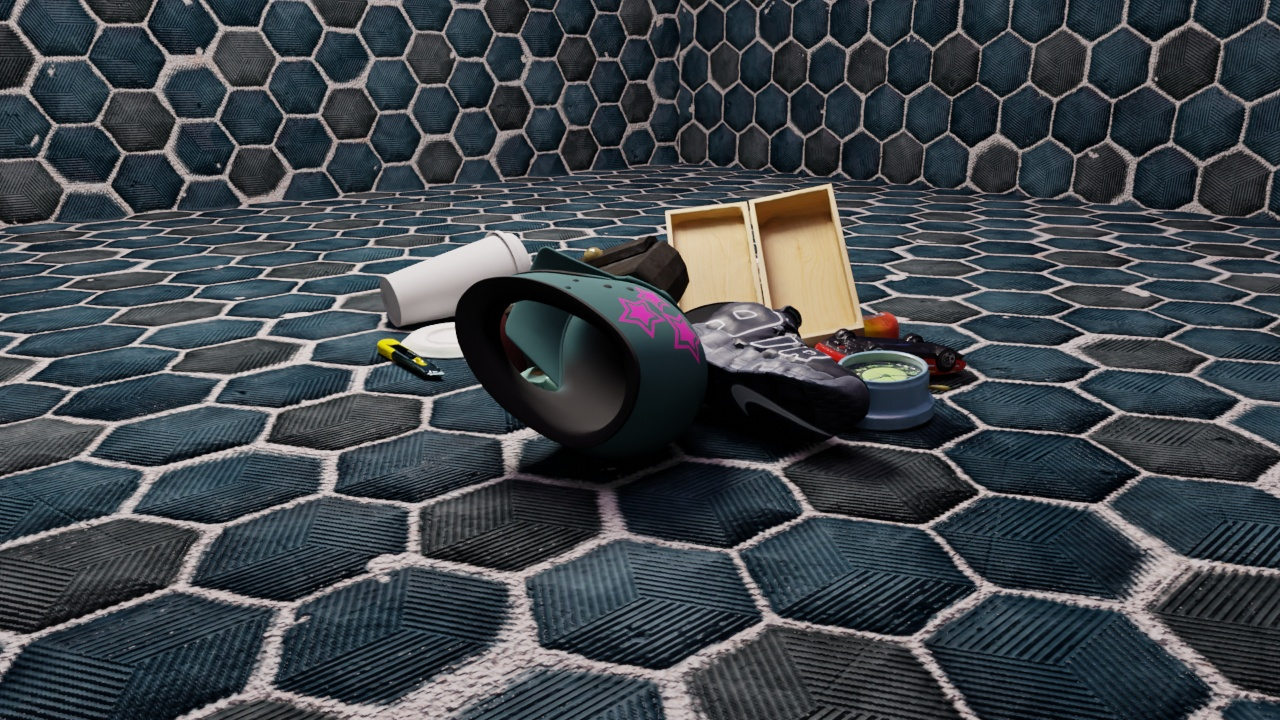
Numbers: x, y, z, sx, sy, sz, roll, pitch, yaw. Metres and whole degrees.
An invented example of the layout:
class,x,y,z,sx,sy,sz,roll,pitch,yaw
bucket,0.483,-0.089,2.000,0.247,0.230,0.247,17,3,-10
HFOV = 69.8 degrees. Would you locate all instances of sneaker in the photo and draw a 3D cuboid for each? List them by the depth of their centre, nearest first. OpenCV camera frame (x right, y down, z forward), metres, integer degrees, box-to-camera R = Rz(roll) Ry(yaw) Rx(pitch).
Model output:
class,x,y,z,sx,sy,sz,roll,pitch,yaw
sneaker,0.158,-0.003,1.013,0.253,0.097,0.150,18,48,37

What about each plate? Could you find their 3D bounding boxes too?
class,x,y,z,sx,sy,sz,roll,pitch,yaw
plate,-0.269,-0.032,1.336,0.157,0.014,0.156,-1,18,0

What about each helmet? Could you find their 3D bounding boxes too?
class,x,y,z,sx,sy,sz,roll,pitch,yaw
helmet,-0.056,-0.013,0.955,0.275,0.177,0.199,33,17,19

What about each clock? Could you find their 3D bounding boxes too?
class,x,y,z,sx,sy,sz,roll,pitch,yaw
clock,0.257,0.035,1.042,0.162,0.060,0.118,-8,20,-11

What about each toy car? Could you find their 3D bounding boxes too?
class,x,y,z,sx,sy,sz,roll,pitch,yaw
toy car,0.321,-0.005,1.172,0.189,0.056,0.081,0,18,-21

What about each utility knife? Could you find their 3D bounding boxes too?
class,x,y,z,sx,sy,sz,roll,pitch,yaw
utility knife,-0.310,-0.002,1.237,0.028,0.020,0.173,-16,24,-36

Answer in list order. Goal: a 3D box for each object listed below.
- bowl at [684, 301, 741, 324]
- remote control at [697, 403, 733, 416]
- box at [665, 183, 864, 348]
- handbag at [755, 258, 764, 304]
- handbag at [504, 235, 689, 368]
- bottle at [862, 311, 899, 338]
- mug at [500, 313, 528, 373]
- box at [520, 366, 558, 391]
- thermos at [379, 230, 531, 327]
class,x,y,z,sx,sy,sz,roll,pitch,yaw
bowl,0.103,-0.013,1.167,0.151,0.057,0.150,-9,36,6
remote control,0.092,0.049,1.059,0.140,0.021,0.045,2,36,13
box,0.167,-0.122,1.283,0.253,0.068,0.246,-5,59,1
handbag,0.127,-0.082,1.384,0.197,0.101,0.195,-20,23,-17
handbag,-0.041,-0.094,1.143,0.198,0.102,0.198,-16,16,22
bottle,0.291,-0.040,1.293,0.134,0.048,0.071,-2,18,-7
mug,-0.157,-0.034,1.215,0.114,0.088,0.086,6,19,20
box,-0.047,-0.004,1.114,0.139,0.052,0.186,28,47,37
thermos,-0.294,-0.123,1.466,0.221,0.132,0.132,-20,25,-29
